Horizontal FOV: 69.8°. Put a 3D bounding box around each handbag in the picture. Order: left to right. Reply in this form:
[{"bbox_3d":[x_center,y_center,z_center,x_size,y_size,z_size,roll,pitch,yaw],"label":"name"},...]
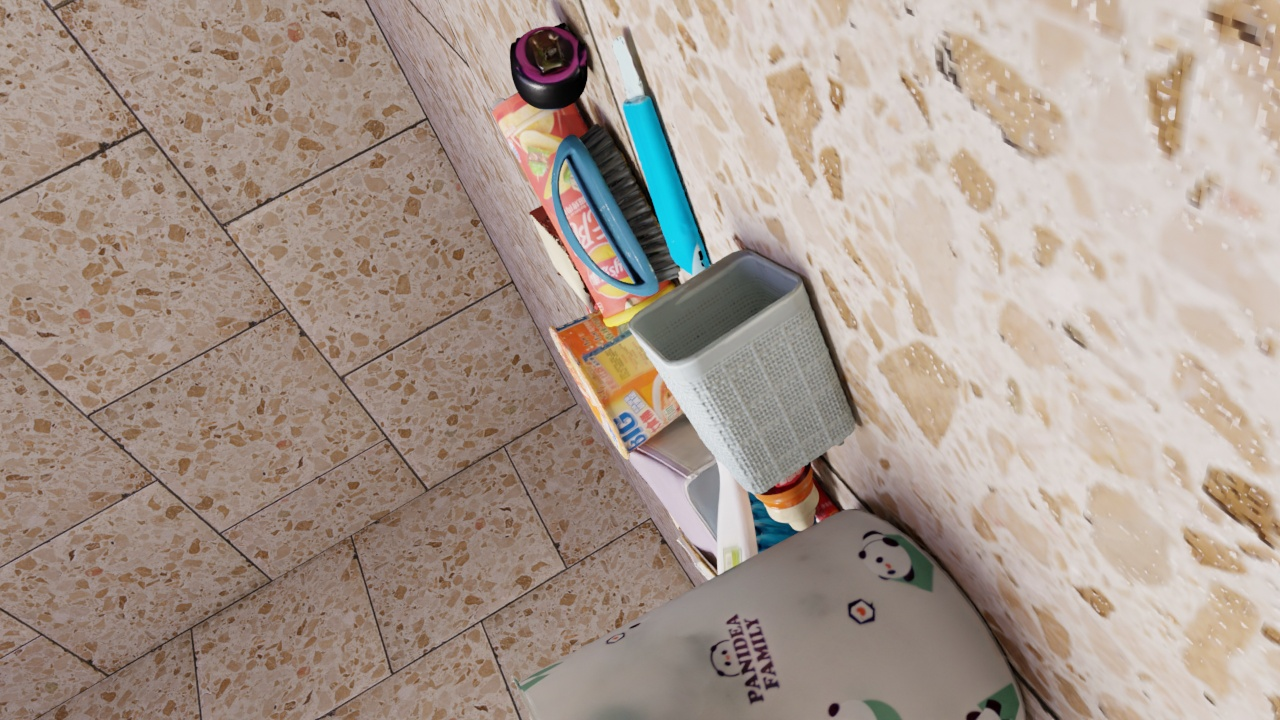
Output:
[{"bbox_3d":[0.077,0.133,0.882,0.145,0.098,0.197,63,169,-11],"label":"handbag"}]

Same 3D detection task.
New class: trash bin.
[{"bbox_3d":[0.082,0.236,0.584,0.229,0.251,0.230,54,162,25],"label":"trash bin"}]

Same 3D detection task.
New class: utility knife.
[{"bbox_3d":[0.012,-0.133,0.617,0.034,0.018,0.186,36,157,44],"label":"utility knife"}]

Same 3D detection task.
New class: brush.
[{"bbox_3d":[-0.028,-0.114,0.739,0.144,0.073,0.055,61,168,-9],"label":"brush"},{"bbox_3d":[0.085,0.091,0.747,0.061,0.109,0.314,146,126,-61],"label":"brush"}]

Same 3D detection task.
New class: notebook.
[{"bbox_3d":[0.095,0.242,0.924,0.146,0.010,0.206,49,175,1],"label":"notebook"}]

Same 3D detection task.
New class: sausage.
[{"bbox_3d":[0.153,0.131,0.695,0.155,0.020,0.020,55,172,30],"label":"sausage"}]

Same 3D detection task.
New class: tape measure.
[{"bbox_3d":[-0.067,-0.216,0.672,0.039,0.057,0.058,85,163,-71],"label":"tape measure"}]

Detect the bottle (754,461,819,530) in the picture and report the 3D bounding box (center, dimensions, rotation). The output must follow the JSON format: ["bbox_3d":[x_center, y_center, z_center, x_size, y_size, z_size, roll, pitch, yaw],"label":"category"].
[{"bbox_3d":[0.093,0.067,0.669,0.149,0.066,0.067,61,173,-26],"label":"bottle"}]

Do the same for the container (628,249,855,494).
[{"bbox_3d":[0.064,0.009,0.556,0.111,0.090,0.090,60,174,-27],"label":"container"}]

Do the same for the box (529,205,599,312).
[{"bbox_3d":[-0.066,-0.114,0.988,0.091,0.077,0.168,65,172,-31],"label":"box"}]

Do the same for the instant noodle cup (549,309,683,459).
[{"bbox_3d":[-0.005,0.005,0.904,0.151,0.111,0.151,58,173,12],"label":"instant noodle cup"}]

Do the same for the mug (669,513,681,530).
[{"bbox_3d":[0.067,0.148,1.166,0.103,0.084,0.124,59,-161,20],"label":"mug"}]

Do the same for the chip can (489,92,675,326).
[{"bbox_3d":[-0.049,-0.138,0.800,0.216,0.073,0.073,61,173,-8],"label":"chip can"}]

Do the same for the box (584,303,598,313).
[{"bbox_3d":[-0.041,-0.062,1.197,0.087,0.047,0.201,55,171,39],"label":"box"}]
